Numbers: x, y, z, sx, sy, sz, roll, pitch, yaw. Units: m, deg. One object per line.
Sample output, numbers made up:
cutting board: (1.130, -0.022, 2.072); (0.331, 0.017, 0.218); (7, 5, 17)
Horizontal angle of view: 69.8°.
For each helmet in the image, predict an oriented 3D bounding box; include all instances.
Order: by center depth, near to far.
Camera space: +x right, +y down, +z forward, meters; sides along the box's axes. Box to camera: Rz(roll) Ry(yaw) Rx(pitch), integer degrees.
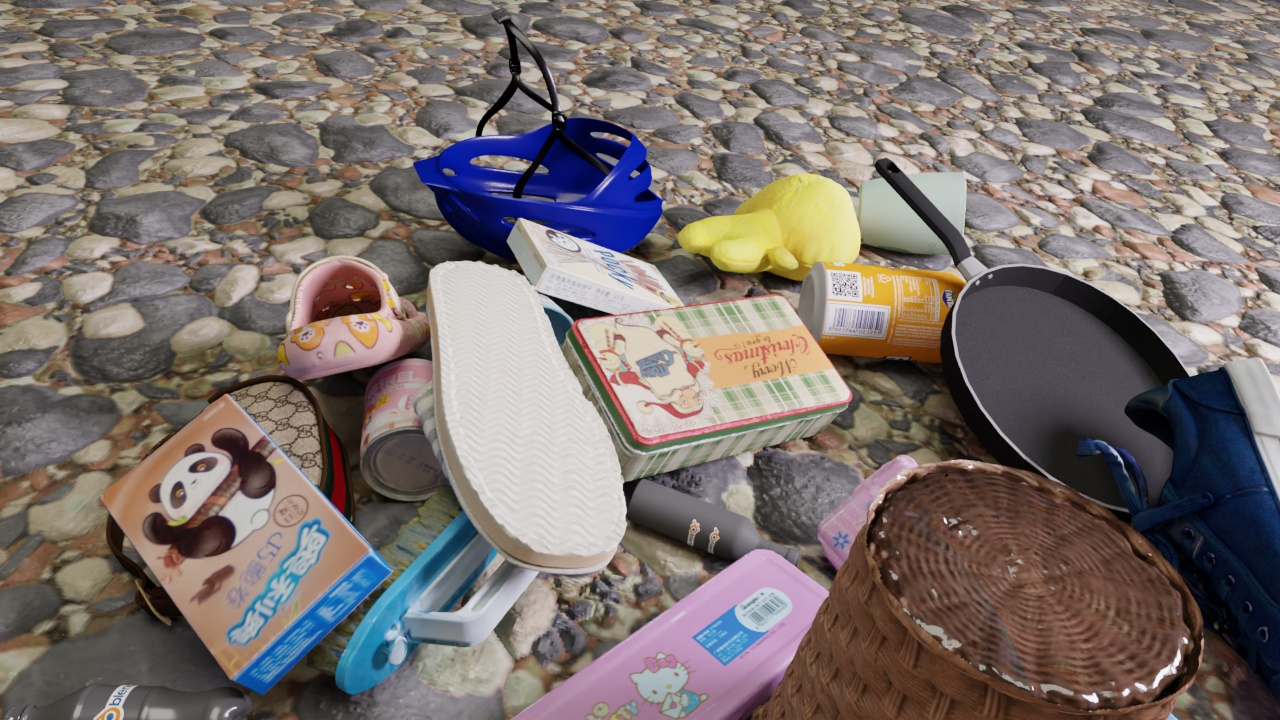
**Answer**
helmet: (-0.078, -0.193, 0.821); (0.241, 0.228, 0.147); (-7, 39, -23)

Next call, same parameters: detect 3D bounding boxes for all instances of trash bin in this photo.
trash bin: (0.128, 0.154, 0.400); (0.151, 0.210, 0.151); (5, 36, -4)

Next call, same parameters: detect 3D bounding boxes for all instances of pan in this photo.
pan: (0.299, -0.029, 0.732); (0.224, 0.034, 0.356); (-23, 67, -32)

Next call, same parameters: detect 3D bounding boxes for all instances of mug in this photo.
mug: (0.283, -0.154, 0.968); (0.104, 0.084, 0.111); (3, 7, 14)

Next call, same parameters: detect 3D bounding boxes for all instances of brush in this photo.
brush: (-0.118, 0.134, 0.515); (0.075, 0.055, 0.135); (17, 38, 22)

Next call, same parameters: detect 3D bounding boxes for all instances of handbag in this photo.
handbag: (-0.253, 0.087, 0.565); (0.138, 0.063, 0.166); (-20, 46, -7)

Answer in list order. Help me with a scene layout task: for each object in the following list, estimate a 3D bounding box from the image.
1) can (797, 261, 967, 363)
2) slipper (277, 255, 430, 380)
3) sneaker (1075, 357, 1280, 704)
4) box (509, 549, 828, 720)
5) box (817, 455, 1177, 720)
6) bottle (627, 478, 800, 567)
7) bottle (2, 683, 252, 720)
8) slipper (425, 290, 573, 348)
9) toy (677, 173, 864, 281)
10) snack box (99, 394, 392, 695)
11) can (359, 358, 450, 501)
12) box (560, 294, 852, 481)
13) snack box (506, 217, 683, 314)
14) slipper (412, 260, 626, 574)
can: (0.212, -0.041, 0.790); (0.142, 0.079, 0.079); (5, 36, -3)
slipper: (-0.203, -0.035, 0.647); (0.093, 0.081, 0.197); (-13, 8, -7)
sneaker: (0.364, 0.124, 0.579); (0.127, 0.121, 0.293); (-15, 42, 26)
box: (0.022, 0.178, 0.499); (0.213, 0.036, 0.076); (-25, 44, -36)
box: (0.207, 0.166, 0.544); (0.084, 0.077, 0.230); (-41, 48, 0)
bottle: (0.049, 0.110, 0.597); (0.113, 0.030, 0.030); (19, 38, 15)
bottle: (-0.250, 0.178, 0.448); (0.110, 0.036, 0.036); (3, 36, -6)
slipper: (-0.091, -0.007, 0.697); (0.104, 0.074, 0.245); (-9, 41, -23)
toy: (0.132, -0.124, 0.881); (0.207, 0.092, 0.134); (-23, 43, -31)
snack box: (-0.213, 0.093, 0.492); (0.151, 0.034, 0.087); (36, 70, 29)
can: (-0.153, 0.045, 0.620); (0.067, 0.067, 0.076); (-1, 38, -11)
box: (0.049, 0.013, 0.671); (0.205, 0.050, 0.117); (-7, 57, -33)
snack box: (-0.035, -0.071, 0.784); (0.150, 0.026, 0.082); (15, 27, -36)
slipper: (-0.084, 0.026, 0.584); (0.114, 0.054, 0.272); (9, 37, -32)
